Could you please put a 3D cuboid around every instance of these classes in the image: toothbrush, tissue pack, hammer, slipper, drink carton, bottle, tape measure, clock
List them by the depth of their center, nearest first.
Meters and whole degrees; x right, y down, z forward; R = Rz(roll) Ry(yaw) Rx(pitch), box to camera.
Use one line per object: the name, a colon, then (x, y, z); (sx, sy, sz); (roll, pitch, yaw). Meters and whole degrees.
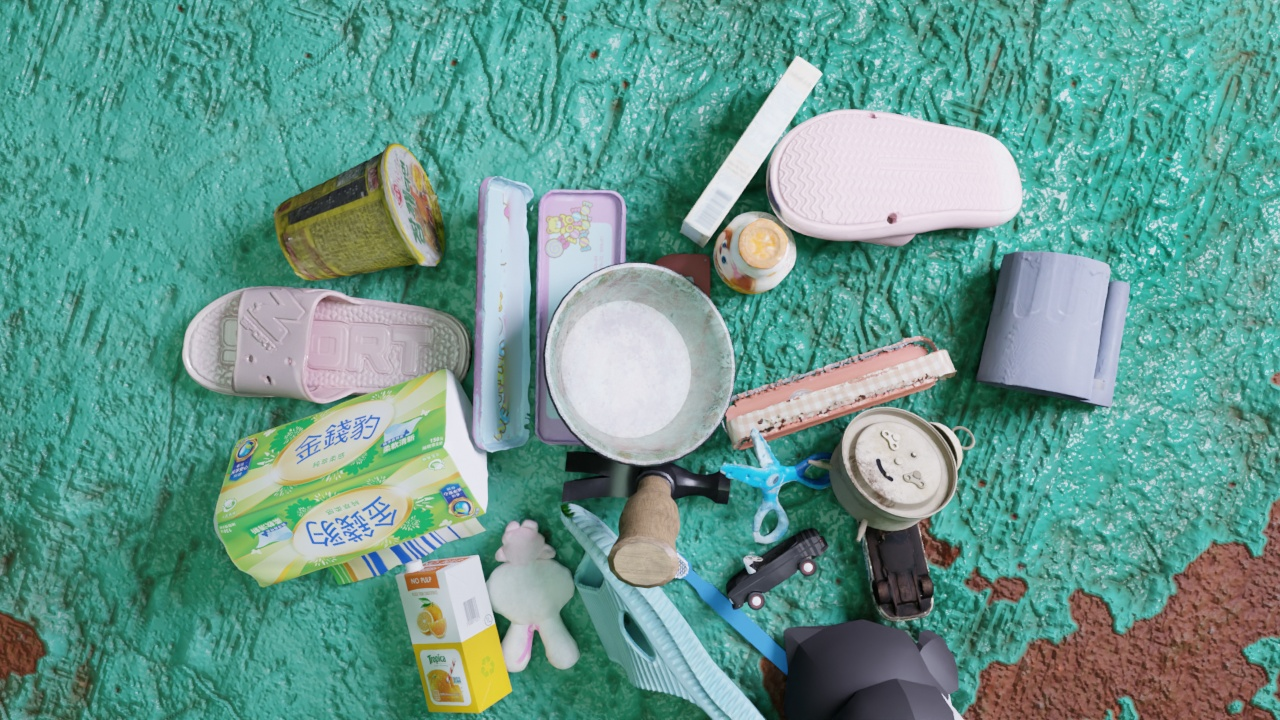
hammer: (0.002, 0.100, 0.620); (0.132, 0.305, 0.040); (6, 91, 2)
bottle: (0.090, -0.085, 0.711); (0.063, 0.109, 0.063); (0, 91, 2)
slipper: (0.199, -0.140, 0.716); (0.221, 0.056, 0.106); (-4, 75, -17)
slipper: (0.016, 0.230, 0.721); (0.069, 0.116, 0.276); (-40, 94, -11)
clock: (0.209, 0.083, 0.728); (0.140, 0.055, 0.093); (-19, 65, -23)
tissue pack: (-0.212, 0.115, 0.736); (0.198, 0.120, 0.141); (-15, 127, 8)
drink carton: (-0.153, 0.220, 0.749); (0.059, 0.040, 0.122); (-13, 91, 33)
slipper: (-0.261, -0.013, 0.749); (0.239, 0.064, 0.094); (3, 91, 1)
tape measure: (0.032, -0.058, 0.758); (0.051, 0.019, 0.059); (0, 91, 2)
toothbrush: (0.074, 0.211, 0.765); (0.166, 0.014, 0.016); (42, 92, 0)

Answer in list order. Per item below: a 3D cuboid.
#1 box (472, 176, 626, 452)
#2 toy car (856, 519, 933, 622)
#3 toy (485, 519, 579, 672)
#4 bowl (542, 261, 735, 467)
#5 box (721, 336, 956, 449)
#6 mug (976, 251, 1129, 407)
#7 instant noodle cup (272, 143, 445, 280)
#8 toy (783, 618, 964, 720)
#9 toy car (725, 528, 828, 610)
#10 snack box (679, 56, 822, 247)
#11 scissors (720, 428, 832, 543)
box: (-0.078, -0.036, 0.742); (0.139, 0.062, 0.214); (1, 92, -33)
toy car: (0.206, 0.155, 0.749); (0.048, 0.040, 0.112); (-8, 73, 2)
toy: (-0.091, 0.193, 0.759); (0.076, 0.037, 0.125); (-10, 88, 11)
bowl: (-0.004, 0.004, 0.717); (0.157, 0.039, 0.157); (3, 82, -21)
box: (0.154, 0.023, 0.730); (0.187, 0.076, 0.055); (-19, 124, 1)
mug: (0.334, -0.023, 0.725); (0.123, 0.084, 0.104); (11, 90, -22)
instant noodle cup: (-0.225, -0.109, 0.735); (0.108, 0.102, 0.102); (-15, 91, 11)
toy: (0.172, 0.269, 0.676); (0.140, 0.184, 0.159); (41, 91, 0)
toy car: (0.109, 0.167, 0.749); (0.092, 0.040, 0.037); (-35, 90, 5)
snack box: (0.084, -0.160, 0.723); (0.026, 0.082, 0.150); (35, 93, 0)
scissors: (0.114, 0.087, 0.724); (0.113, 0.013, 0.141); (-35, 132, -9)
